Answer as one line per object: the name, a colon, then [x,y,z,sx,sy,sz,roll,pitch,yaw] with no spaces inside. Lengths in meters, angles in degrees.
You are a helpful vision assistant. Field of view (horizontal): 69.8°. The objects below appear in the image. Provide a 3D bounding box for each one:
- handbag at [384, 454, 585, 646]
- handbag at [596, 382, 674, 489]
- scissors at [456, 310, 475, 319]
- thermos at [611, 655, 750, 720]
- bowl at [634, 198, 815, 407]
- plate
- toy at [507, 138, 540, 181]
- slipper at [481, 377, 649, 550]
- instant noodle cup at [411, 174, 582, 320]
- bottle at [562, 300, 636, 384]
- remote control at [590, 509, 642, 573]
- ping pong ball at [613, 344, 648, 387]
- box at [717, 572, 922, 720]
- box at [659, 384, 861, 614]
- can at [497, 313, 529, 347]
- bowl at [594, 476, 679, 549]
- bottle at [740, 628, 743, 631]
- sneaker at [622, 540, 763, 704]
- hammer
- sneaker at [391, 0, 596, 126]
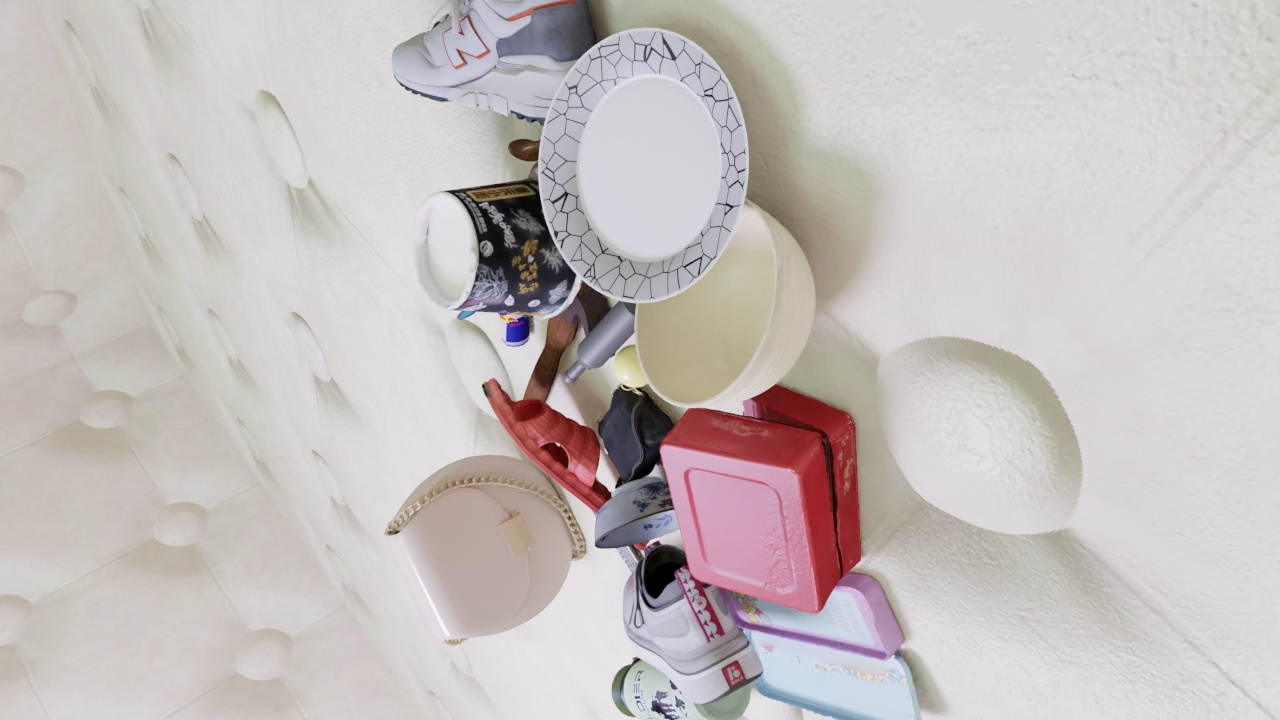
handbag: [-0.196,0.227,1.142,0.104,0.208,0.210,-10,106,58]
handbag: [-0.011,0.070,0.899,0.079,0.054,0.129,53,151,17]
scissors: [-0.190,-0.082,1.056,0.123,0.019,0.148,46,141,28]
thermos: [0.037,0.380,1.072,0.082,0.082,0.232,57,149,3]
bowl: [0.070,-0.036,0.651,0.151,0.075,0.150,-21,64,51]
plate: [0.000,-0.136,0.654,0.189,0.016,0.188,7,102,38]
toy: [-0.068,-0.173,0.787,0.102,0.041,0.055,-3,91,47]
slipper: [-0.066,0.101,0.970,0.249,0.059,0.103,45,180,-12]
instant noodle cup: [-0.136,-0.101,0.837,0.137,0.112,0.137,10,104,46]
bottle: [-0.037,-0.015,0.845,0.030,0.030,0.113,53,125,11]
remote control: [-0.034,0.194,1.071,0.136,0.013,0.033,59,148,1]
ping pong ball: [-0.005,0.005,0.847,0.040,0.040,0.040,35,141,34]
box: [0.156,0.258,0.840,0.215,0.034,0.151,-10,100,57]
box: [0.098,0.110,0.730,0.134,0.110,0.158,17,130,42]
can: [-0.139,-0.058,0.990,0.032,0.032,0.095,35,141,35]
bowl: [0.003,0.144,0.903,0.115,0.114,0.045,-54,49,57]
bottle: [0.069,0.276,0.984,0.106,0.025,0.025,5,120,53]
sneaker: [0.026,0.227,0.898,0.129,0.096,0.263,69,167,-8]
hammer: [-0.100,0.007,0.994,0.115,0.033,0.324,52,149,15]
sneaker: [-0.119,-0.274,0.743,0.240,0.088,0.124,24,131,32]
